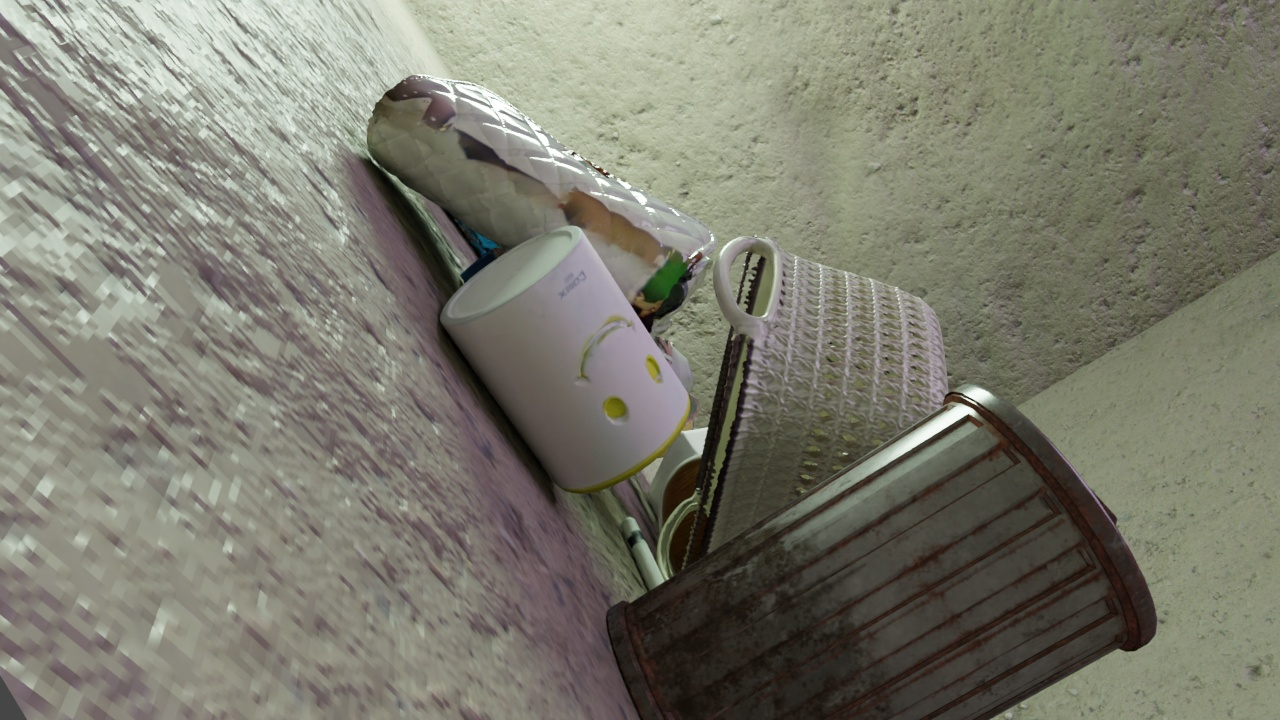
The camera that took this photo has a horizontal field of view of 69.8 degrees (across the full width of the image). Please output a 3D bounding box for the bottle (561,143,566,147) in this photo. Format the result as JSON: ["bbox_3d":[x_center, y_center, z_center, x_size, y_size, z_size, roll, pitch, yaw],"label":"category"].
[{"bbox_3d":[-0.079,-0.145,0.790,0.206,0.071,0.071,57,0,40],"label":"bottle"}]

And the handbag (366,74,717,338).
[{"bbox_3d":[-0.050,-0.091,0.535,0.195,0.072,0.138,33,11,5],"label":"handbag"}]

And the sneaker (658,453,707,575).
[{"bbox_3d":[0.108,0.209,0.721,0.127,0.121,0.294,34,25,-56],"label":"sneaker"}]

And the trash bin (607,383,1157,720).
[{"bbox_3d":[0.107,0.110,0.410,0.131,0.211,0.131,59,1,-2],"label":"trash bin"}]

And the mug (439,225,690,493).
[{"bbox_3d":[-0.035,0.000,0.451,0.106,0.082,0.082,58,2,-23],"label":"mug"}]

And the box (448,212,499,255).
[{"bbox_3d":[-0.120,-0.105,0.760,0.094,0.039,0.227,58,-1,43],"label":"box"}]

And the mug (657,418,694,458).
[{"bbox_3d":[-0.009,0.042,0.986,0.114,0.083,0.107,26,-14,32],"label":"mug"}]

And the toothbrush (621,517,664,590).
[{"bbox_3d":[0.026,0.161,0.539,0.186,0.017,0.012,-120,-165,-46],"label":"toothbrush"}]

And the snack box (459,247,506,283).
[{"bbox_3d":[-0.052,-0.036,0.627,0.088,0.033,0.154,59,23,4],"label":"snack box"}]

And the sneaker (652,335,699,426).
[{"bbox_3d":[-0.005,0.005,0.781,0.236,0.089,0.099,50,30,-62],"label":"sneaker"}]

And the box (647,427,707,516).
[{"bbox_3d":[0.062,0.098,0.867,0.188,0.101,0.112,-98,-156,-43],"label":"box"}]

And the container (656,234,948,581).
[{"bbox_3d":[0.096,0.054,0.589,0.184,0.143,0.252,-75,176,-51],"label":"container"}]
